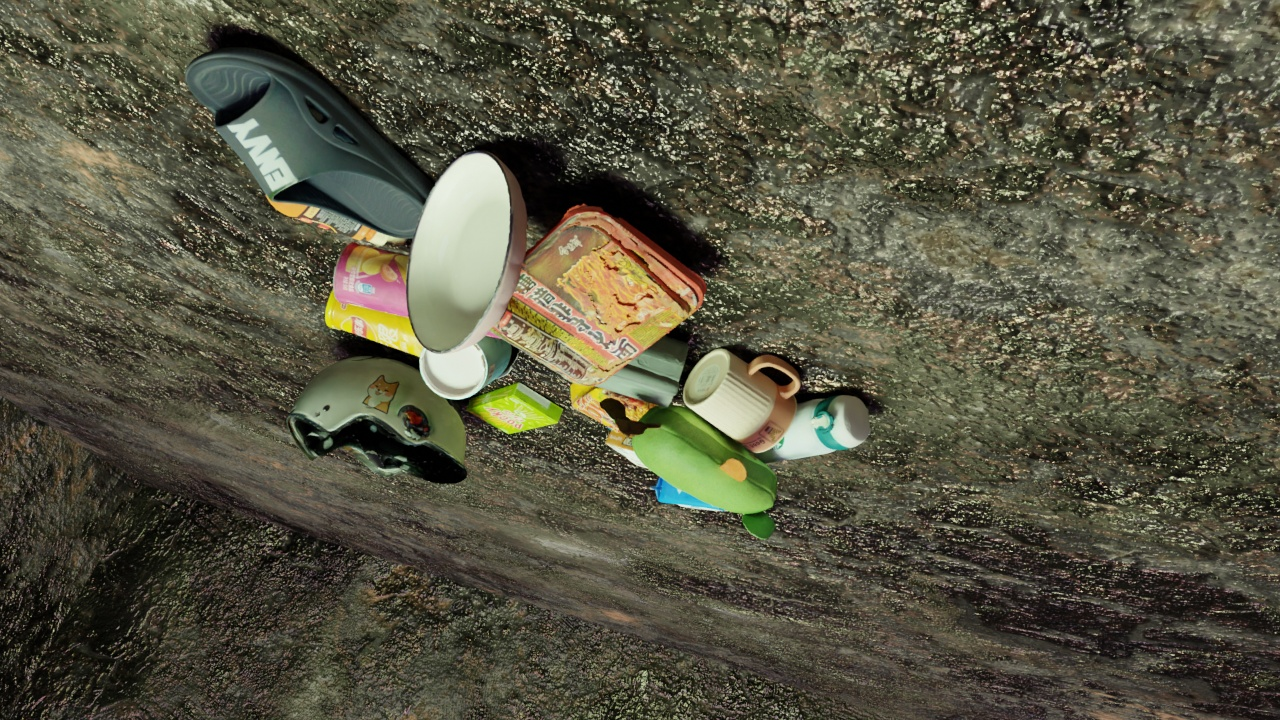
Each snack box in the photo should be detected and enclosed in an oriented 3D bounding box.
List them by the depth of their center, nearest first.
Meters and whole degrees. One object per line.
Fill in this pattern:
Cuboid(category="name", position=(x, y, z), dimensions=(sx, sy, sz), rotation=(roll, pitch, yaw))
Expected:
Cuboid(category="snack box", position=(0.022, 0.139, 1.336), dimensions=(0.075, 0.026, 0.154), rotation=(38, 161, -36))
Cuboid(category="snack box", position=(-0.194, 0.075, 1.399), dimensions=(0.085, 0.026, 0.157), rotation=(34, 152, -27))

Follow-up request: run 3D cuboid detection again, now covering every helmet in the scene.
Cuboid(category="helmet", position=(-0.386, 0.081, 1.398), dimensions=(0.274, 0.156, 0.231), rotation=(16, 156, -17))

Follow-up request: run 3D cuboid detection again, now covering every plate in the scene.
Cuboid(category="plate", position=(-0.158, -0.098, 0.858), dimensions=(0.039, 0.192, 0.193), rotation=(12, 164, -39))

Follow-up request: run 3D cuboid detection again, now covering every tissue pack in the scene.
Cuboid(category="tissue pack", position=(0.102, 0.196, 1.363), dimensions=(0.157, 0.052, 0.094), rotation=(0, 174, 36))

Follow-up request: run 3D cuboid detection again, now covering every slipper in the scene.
Cuboid(category="slipper", position=(-0.302, -0.186, 0.870), dimensions=(0.111, 0.083, 0.268), rotation=(-20, 139, 34))

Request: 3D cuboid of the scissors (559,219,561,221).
Cuboid(category="scissors", position=(-0.086, -0.091, 0.999), dimensions=(0.206, 0.015, 0.201), rotation=(0, 148, 37))

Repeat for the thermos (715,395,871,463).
Cuboid(category="thermos", position=(0.177, 0.087, 1.107), dimensions=(0.073, 0.073, 0.225), rotation=(32, 152, -25))

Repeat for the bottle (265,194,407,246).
Cuboid(category="bottle", position=(-0.316, -0.162, 0.976), dimensions=(0.149, 0.066, 0.067), rotation=(27, 155, -31))

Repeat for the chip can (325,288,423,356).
Cuboid(category="chip can", position=(-0.290, -0.044, 1.178), dimensions=(0.213, 0.072, 0.072), rotation=(18, 155, 0))

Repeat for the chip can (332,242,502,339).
Cuboid(category="chip can", position=(-0.224, -0.073, 1.008), dimensions=(0.210, 0.071, 0.071), rotation=(13, 155, 3))

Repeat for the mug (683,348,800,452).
Cuboid(category="mug", position=(0.123, 0.037, 1.046), dimensions=(0.106, 0.081, 0.115), rotation=(34, 125, -25))

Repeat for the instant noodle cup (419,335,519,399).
Cuboid(category="instant noodle cup", position=(-0.205, -0.010, 1.078), dimensions=(0.111, 0.111, 0.120), rotation=(19, -162, 1))

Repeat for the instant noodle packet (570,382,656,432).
Cuboid(category="instant noodle packet", position=(-0.031, 0.056, 1.226), dimensions=(0.110, 0.044, 0.129), rotation=(33, 152, -17))

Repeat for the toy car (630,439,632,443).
Cuboid(category="toy car", position=(0.035, 0.113, 1.235), dimensions=(0.049, 0.031, 0.106), rotation=(40, 152, -29))

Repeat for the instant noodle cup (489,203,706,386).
Cuboid(category="instant noodle cup", position=(-0.049, -0.072, 0.896), dimensions=(0.164, 0.079, 0.189), rotation=(34, 126, -29))

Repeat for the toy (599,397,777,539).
Cuboid(category="toy", position=(0.065, 0.113, 1.091), dimensions=(0.246, 0.090, 0.227), rotation=(33, 174, -16))

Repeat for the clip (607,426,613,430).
Cuboid(category="clip", position=(-0.052, 0.073, 1.297), dimensions=(0.054, 0.032, 0.013), rotation=(33, 153, 3))

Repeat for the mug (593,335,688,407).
Cuboid(category="mug", position=(-0.006, 0.006, 1.032), dimensions=(0.103, 0.084, 0.124), rotation=(18, -168, -3))
